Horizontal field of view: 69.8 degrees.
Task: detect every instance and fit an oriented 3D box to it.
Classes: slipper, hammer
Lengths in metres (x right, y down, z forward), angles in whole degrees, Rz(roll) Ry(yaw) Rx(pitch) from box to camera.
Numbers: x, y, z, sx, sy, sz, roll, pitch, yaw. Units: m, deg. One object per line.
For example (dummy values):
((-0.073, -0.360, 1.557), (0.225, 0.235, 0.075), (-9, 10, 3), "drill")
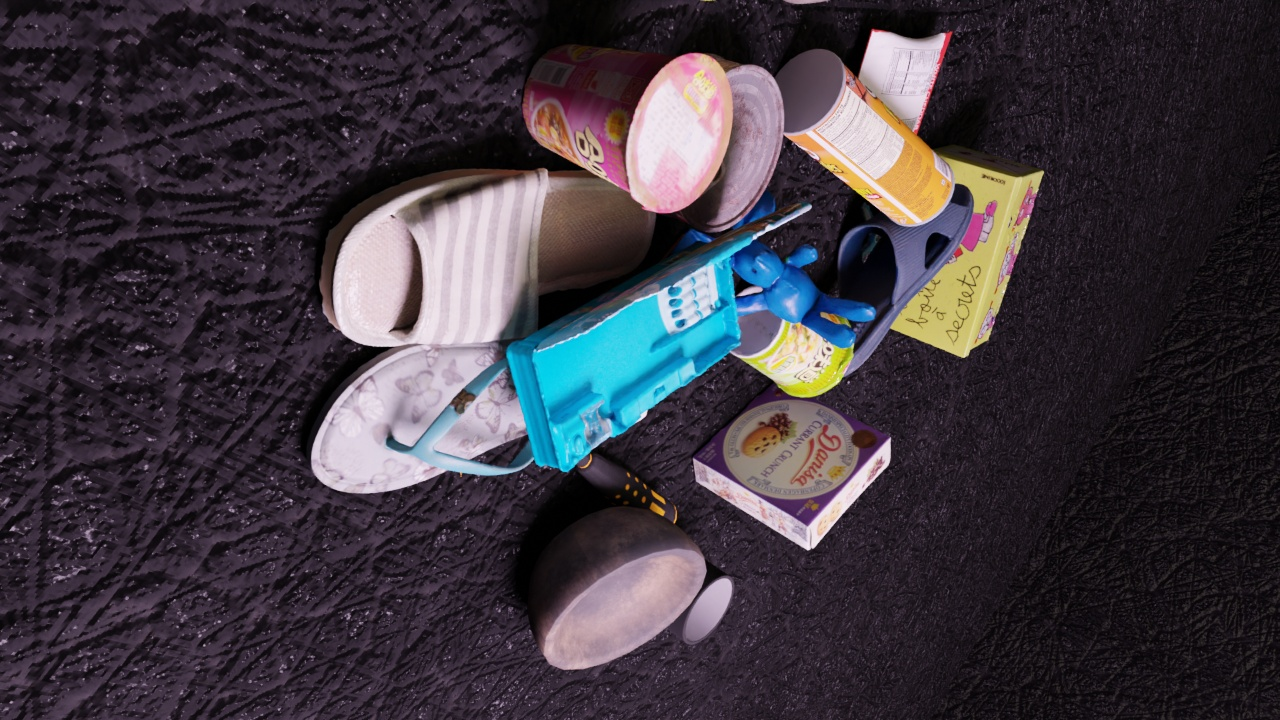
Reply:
((0.242, -0.101, 0.954), (0.082, 0.101, 0.263), (44, 77, -26), "slipper")
((-0.091, 0.027, 0.631), (0.268, 0.055, 0.098), (-15, 115, -37), "slipper")
((-0.050, 0.086, 0.775), (0.123, 0.036, 0.320), (-54, 142, -9), "hammer")
((-0.080, -0.073, 0.611), (0.271, 0.054, 0.115), (-22, 125, -43), "slipper")

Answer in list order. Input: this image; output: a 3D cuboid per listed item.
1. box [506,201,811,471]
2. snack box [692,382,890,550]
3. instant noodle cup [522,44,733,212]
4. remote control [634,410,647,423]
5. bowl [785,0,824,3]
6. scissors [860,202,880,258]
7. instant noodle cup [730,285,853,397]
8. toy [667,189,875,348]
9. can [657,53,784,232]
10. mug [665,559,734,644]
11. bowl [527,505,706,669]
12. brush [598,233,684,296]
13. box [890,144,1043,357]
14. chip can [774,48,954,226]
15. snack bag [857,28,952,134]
((0.010, -0.036, 0.650), (0.226, 0.086, 0.170), (-34, 155, -43), "box")
((0.154, 0.102, 0.938), (0.143, 0.148, 0.041), (-39, 140, -29), "snack box")
((-0.013, -0.156, 0.584), (0.097, 0.109, 0.098), (-30, 135, -37), "instant noodle cup")
((-0.005, 0.005, 0.785), (0.038, 0.018, 0.126), (-23, 132, -41), "remote control")
((0.164, -0.357, 0.694), (0.178, 0.081, 0.179), (-30, 136, -35), "bowl")
((0.270, -0.137, 1.036), (0.133, 0.011, 0.140), (-46, 141, -20), "scissors")
((0.136, -0.024, 0.885), (0.107, 0.099, 0.099), (21, 97, -46), "instant noodle cup")
((0.120, -0.078, 0.795), (0.112, 0.176, 0.071), (-56, -178, -8), "toy")
((0.056, -0.169, 0.717), (0.129, 0.044, 0.130), (-30, 135, -36), "can")
((0.034, 0.217, 0.918), (0.078, 0.088, 0.114), (-40, 140, -27), "mug")
((-0.028, 0.194, 0.810), (0.162, 0.070, 0.162), (-22, 141, -19), "bowl")
((-0.004, -0.050, 0.728), (0.048, 0.017, 0.126), (44, 78, -23), "brush")
((0.369, -0.128, 1.073), (0.082, 0.124, 0.221), (-19, 130, -43), "box")
((0.204, -0.194, 0.829), (0.214, 0.075, 0.075), (21, 97, -45), "chip can")
((0.250, -0.257, 0.902), (0.143, 0.039, 0.131), (-16, 130, -41), "snack bag")
